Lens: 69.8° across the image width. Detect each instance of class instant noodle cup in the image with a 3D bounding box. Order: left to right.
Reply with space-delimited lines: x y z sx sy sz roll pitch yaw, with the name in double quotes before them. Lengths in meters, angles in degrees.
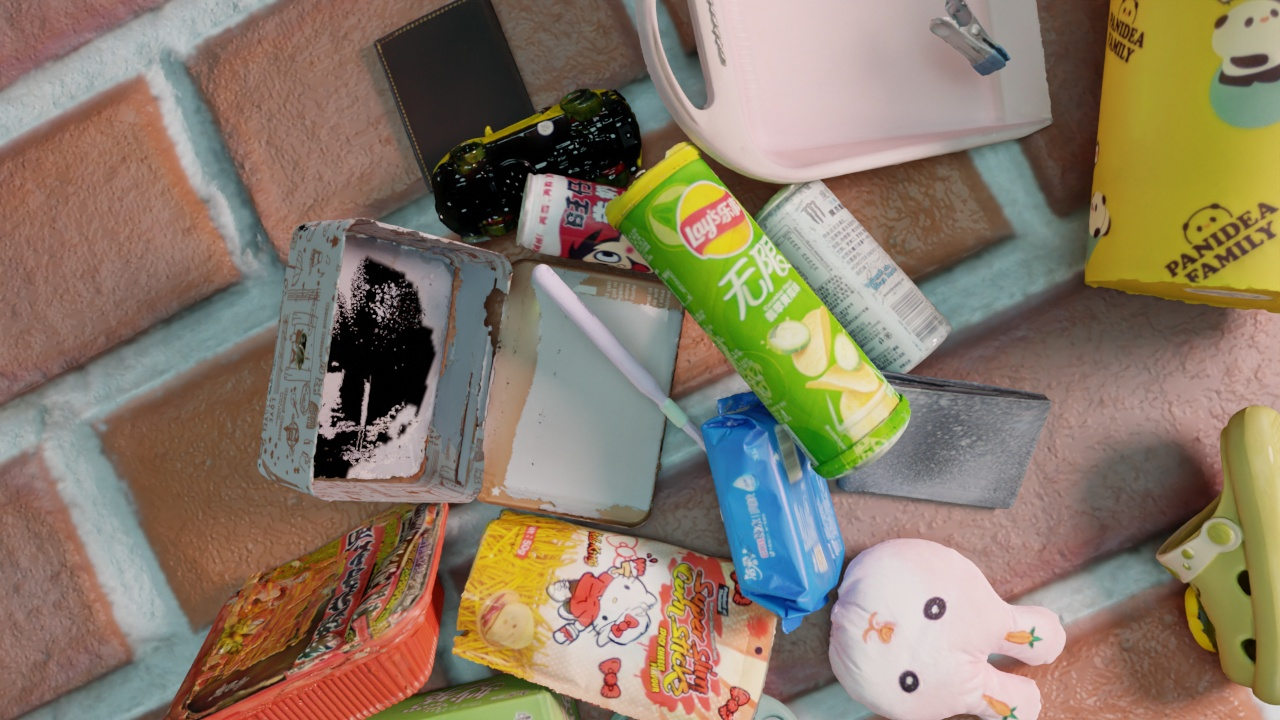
"instant noodle cup" -0.204 0.180 0.611 0.189 0.164 0.079 -26 110 4

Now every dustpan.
"dustpan" 0.138 -0.222 0.570 0.273 0.138 0.222 -15 101 8

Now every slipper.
"slipper" 0.384 0.122 0.594 0.082 0.091 0.190 -2 100 44

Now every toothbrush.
"toothbrush" -0.004 0.004 0.613 0.021 0.029 0.189 -35 113 25

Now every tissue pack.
"tissue pack" 0.088 0.095 0.608 0.052 0.094 0.157 -17 86 28

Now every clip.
"clip" 0.210 -0.204 0.585 0.057 0.025 0.029 41 77 -18

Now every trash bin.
"trash bin" 0.379 -0.159 0.531 0.230 0.229 0.255 8 95 5

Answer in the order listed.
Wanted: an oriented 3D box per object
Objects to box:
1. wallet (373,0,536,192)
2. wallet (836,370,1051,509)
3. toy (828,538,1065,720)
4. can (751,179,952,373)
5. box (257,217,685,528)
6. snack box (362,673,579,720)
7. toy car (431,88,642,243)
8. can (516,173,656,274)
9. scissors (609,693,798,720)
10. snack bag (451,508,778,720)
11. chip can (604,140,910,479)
"wallet" -0.134 -0.196 0.672 0.096 0.020 0.122 -22 87 8
"wallet" 0.200 0.055 0.613 0.121 0.019 0.097 7 126 5
"toy" 0.206 0.188 0.617 0.159 0.054 0.121 17 91 -3
"can" 0.142 -0.057 0.623 0.058 0.058 0.146 -41 85 3
"box" -0.109 0.013 0.629 0.273 0.124 0.179 9 89 -22
"snack box" -0.107 0.333 0.631 0.158 0.070 0.210 -14 88 5
"toy car" -0.073 -0.138 0.644 0.156 0.041 0.071 -23 123 2
"can" -0.015 -0.090 0.624 0.132 0.053 0.053 9 89 -11
"scissors" 0.059 0.255 0.625 0.179 0.019 0.172 26 75 12
"snack bag" -0.014 0.174 0.623 0.208 0.073 0.128 14 59 7
"chip can" 0.074 -0.028 0.564 0.072 0.072 0.221 -39 89 3
